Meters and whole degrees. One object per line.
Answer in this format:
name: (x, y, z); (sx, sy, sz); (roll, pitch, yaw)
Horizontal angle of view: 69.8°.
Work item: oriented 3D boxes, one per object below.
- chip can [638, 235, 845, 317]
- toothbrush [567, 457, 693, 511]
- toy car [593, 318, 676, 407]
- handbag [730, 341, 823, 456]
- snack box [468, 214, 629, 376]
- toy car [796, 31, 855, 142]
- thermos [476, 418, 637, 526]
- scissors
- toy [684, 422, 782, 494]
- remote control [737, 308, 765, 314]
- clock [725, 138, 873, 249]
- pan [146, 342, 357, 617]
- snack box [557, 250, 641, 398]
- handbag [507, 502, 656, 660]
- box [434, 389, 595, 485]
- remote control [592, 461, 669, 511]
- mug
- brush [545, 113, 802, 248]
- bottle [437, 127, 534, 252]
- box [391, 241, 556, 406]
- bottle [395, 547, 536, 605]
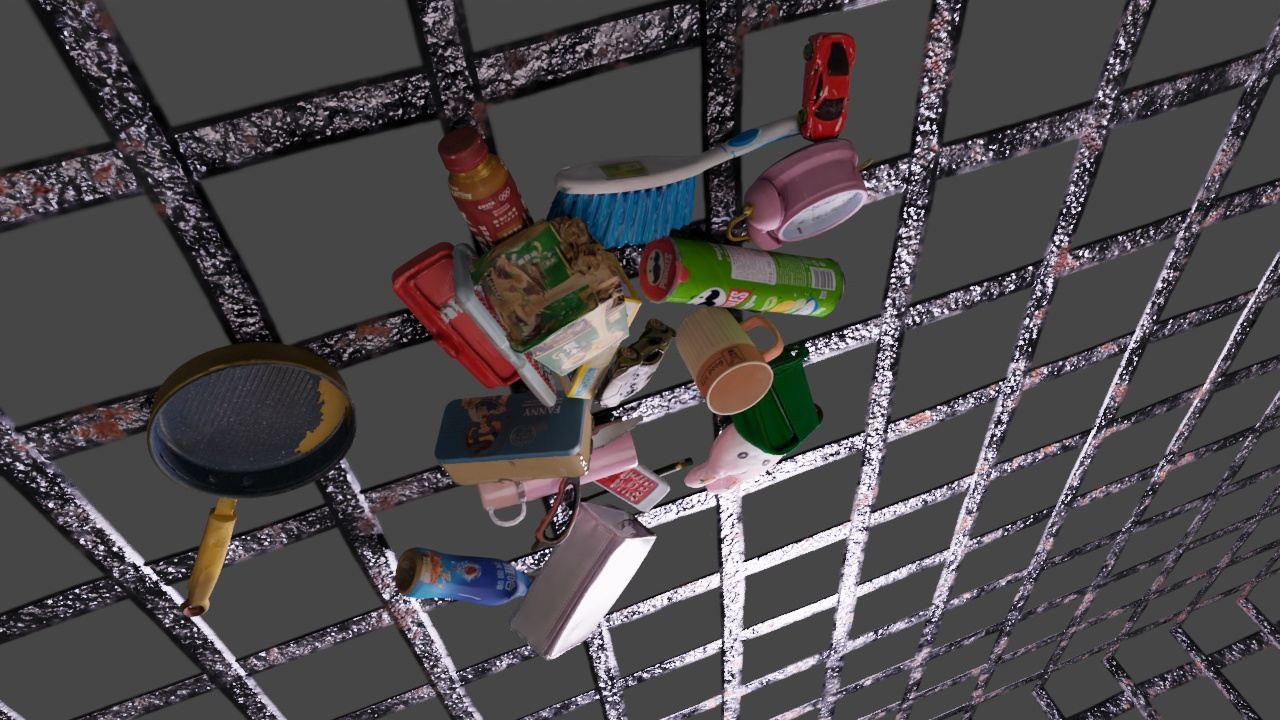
chip can: (0.116, -0.090, 1.005); (0.235, 0.072, 0.072); (3, 130, -32)
toothbrush: (-0.013, 0.172, 1.275); (0.185, 0.012, 0.017); (-19, 144, -10)
toy car: (-0.006, 0.006, 1.036); (0.157, 0.042, 0.070); (-42, 163, -56)
handbag: (0.179, 0.051, 1.192); (0.120, 0.068, 0.131); (-29, 117, -22)
snack box: (-0.074, -0.051, 0.860); (0.117, 0.118, 0.106); (-31, 149, -2)
toy car: (0.184, -0.267, 0.902); (0.049, 0.031, 0.106); (-6, 116, -21)
thermos: (-0.103, 0.140, 1.138); (0.198, 0.087, 0.067); (-17, 159, -14)
scissors: (-0.093, 0.123, 1.101); (0.222, 0.015, 0.189); (-18, 101, -12)
toy: (0.138, 0.137, 1.290); (0.121, 0.054, 0.160); (19, 125, -39)
remote control: (0.106, -0.089, 1.067); (0.135, 0.019, 0.056); (10, 127, -35)
clock: (0.161, -0.166, 0.957); (0.158, 0.059, 0.117); (-22, 166, 3)
pan: (-0.427, 0.134, 0.965); (0.197, 0.078, 0.358); (12, 126, -36)
snack box: (-0.053, -0.038, 0.983); (0.033, 0.087, 0.141); (8, 128, -33)
handbag: (-0.078, 0.298, 1.263); (0.197, 0.098, 0.145); (-57, 152, 3)
box: (-0.132, 0.086, 1.024); (0.184, 0.089, 0.062); (-8, 140, 13)
remote control: (-0.017, 0.161, 1.241); (0.056, 0.020, 0.136); (-44, 129, 10)
mug: (0.108, -0.010, 1.082); (0.114, 0.105, 0.081); (-33, 139, 5)
brush: (0.055, -0.186, 0.921); (0.314, 0.060, 0.110); (-12, 133, -22)
bottle: (-0.135, -0.138, 0.860); (0.057, 0.057, 0.175); (-26, 139, -2)
box: (-0.158, -0.023, 0.932); (0.095, 0.101, 0.201); (-31, 138, 2)
bottle: (-0.225, 0.300, 1.251); (0.218, 0.065, 0.065); (20, 120, -40)
